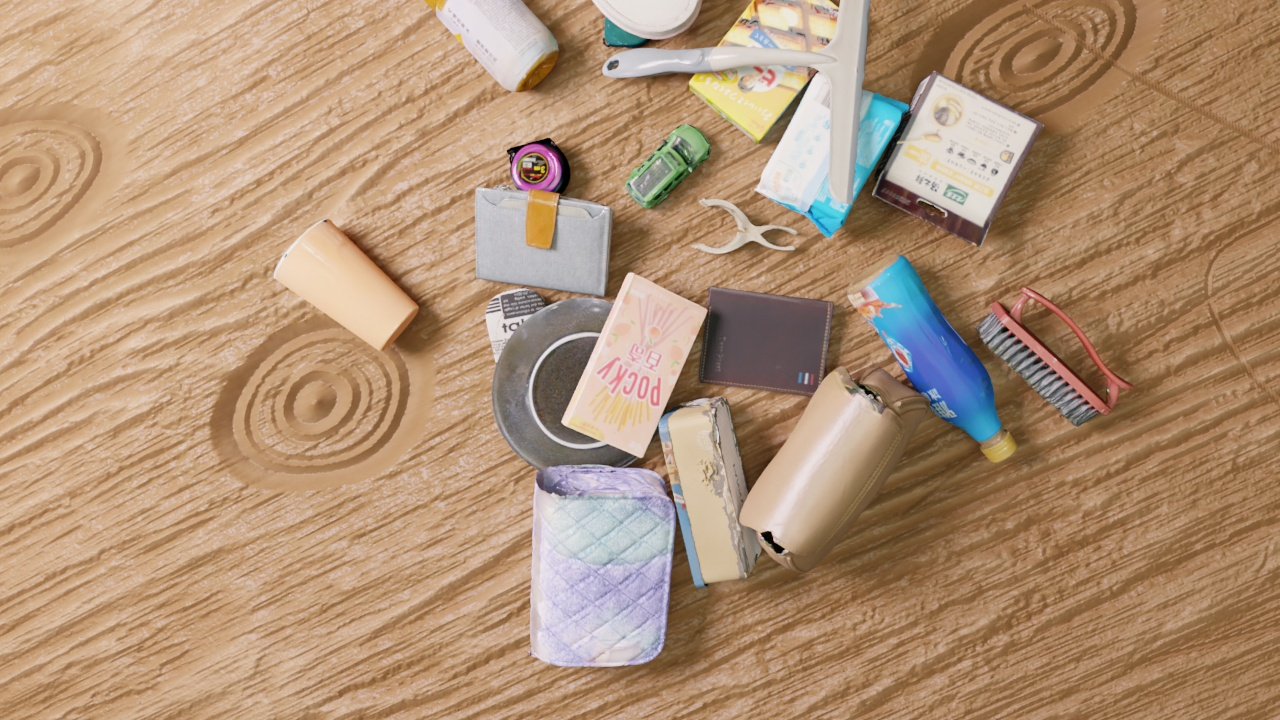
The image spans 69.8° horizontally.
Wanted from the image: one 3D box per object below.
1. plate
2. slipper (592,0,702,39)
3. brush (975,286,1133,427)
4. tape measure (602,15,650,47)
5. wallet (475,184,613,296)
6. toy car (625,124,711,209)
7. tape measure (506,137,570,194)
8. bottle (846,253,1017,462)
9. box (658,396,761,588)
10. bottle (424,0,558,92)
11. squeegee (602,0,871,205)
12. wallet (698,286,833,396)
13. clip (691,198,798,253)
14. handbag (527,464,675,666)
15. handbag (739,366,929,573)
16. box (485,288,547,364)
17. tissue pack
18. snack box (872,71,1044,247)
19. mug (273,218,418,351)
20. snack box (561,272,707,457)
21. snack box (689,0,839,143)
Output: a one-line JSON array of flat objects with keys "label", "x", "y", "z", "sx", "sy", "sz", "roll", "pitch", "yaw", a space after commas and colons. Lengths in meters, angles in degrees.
[{"label": "plate", "x": -0.053, "y": 0.029, "z": 0.886, "sx": 0.179, "sy": 0.024, "sz": 0.179, "roll": -1, "pitch": 95, "yaw": -16}, {"label": "slipper", "x": -0.024, "y": -0.417, "z": 0.843, "sx": 0.114, "sy": 0.054, "sz": 0.274, "roll": -25, "pitch": 86, "yaw": 4}, {"label": "brush", "x": 0.391, "y": -0.002, "z": 0.861, "sx": 0.146, "sy": 0.063, "sz": 0.069, "roll": 42, "pitch": 111, "yaw": -3}, {"label": "tape measure", "x": -0.009, "y": -0.326, "z": 0.869, "sx": 0.054, "sy": 0.025, "sz": 0.058, "roll": 4, "pitch": 98, "yaw": 4}, {"label": "wallet", "x": -0.093, "y": -0.113, "z": 0.876, "sx": 0.130, "sy": 0.036, "sz": 0.107, "roll": 9, "pitch": 128, "yaw": 3}, {"label": "toy car", "x": 0.027, "y": -0.186, "z": 0.879, "sx": 0.091, "sy": 0.036, "sz": 0.043, "roll": -44, "pitch": 91, "yaw": 4}, {"label": "tape measure", "x": -0.096, "y": -0.182, "z": 0.886, "sx": 0.057, "sy": 0.039, "sz": 0.058, "roll": -16, "pitch": 91, "yaw": 6}, {"label": "bottle", "x": 0.282, "y": 0.002, "z": 0.868, "sx": 0.065, "sy": 0.065, "sz": 0.218, "roll": -36, "pitch": 93, "yaw": 7}, {"label": "box", "x": 0.070, "y": 0.131, "z": 0.884, "sx": 0.060, "sy": 0.089, "sz": 0.184, "roll": -10, "pitch": 94, "yaw": 17}, {"label": "bottle", "x": -0.159, "y": -0.337, "z": 0.856, "sx": 0.068, "sy": 0.068, "sz": 0.189, "roll": -43, "pitch": 92, "yaw": 7}, {"label": "squeegee", "x": 0.077, "y": -0.270, "z": 0.826, "sx": 0.247, "sy": 0.039, "sz": 0.246, "roll": 5, "pitch": 88, "yaw": 18}, {"label": "wallet", "x": 0.122, "y": -0.018, "z": 0.901, "sx": 0.122, "sy": 0.020, "sz": 0.096, "roll": 7, "pitch": 97, "yaw": 5}, {"label": "clip", "x": 0.092, "y": -0.114, "z": 0.885, "sx": 0.103, "sy": 0.035, "sz": 0.092, "roll": 32, "pitch": 94, "yaw": -8}, {"label": "handbag", "x": -0.039, "y": 0.200, "z": 0.892, "sx": 0.134, "sy": 0.075, "sz": 0.194, "roll": 1, "pitch": 108, "yaw": -10}, {"label": "handbag", "x": 0.174, "y": 0.096, "z": 0.849, "sx": 0.100, "sy": 0.147, "sz": 0.204, "roll": 35, "pitch": 97, "yaw": 24}, {"label": "box", "x": -0.108, "y": 0.011, "z": 0.901, "sx": 0.070, "sy": 0.057, "sz": 0.164, "roll": -17, "pitch": 97, "yaw": -20}, {"label": "tissue pack", "x": 0.176, "y": -0.194, "z": 0.852, "sx": 0.090, "sy": 0.063, "sz": 0.140, "roll": 29, "pitch": 96, "yaw": 4}, {"label": "snack box", "x": 0.289, "y": -0.185, "z": 0.851, "sx": 0.113, "sy": 0.053, "sz": 0.126, "roll": 26, "pitch": 98, "yaw": 0}, {"label": "mug", "x": -0.283, "y": -0.069, "z": 0.896, "sx": 0.123, "sy": 0.078, "sz": 0.078, "roll": 41, "pitch": 97, "yaw": -6}, {"label": "snack box", "x": -0.005, "y": 0.005, "z": 0.871, "sx": 0.084, "sy": 0.026, "sz": 0.157, "roll": 24, "pitch": 88, "yaw": -19}, {"label": "snack box", "x": 0.122, "y": -0.286, "z": 0.862, "sx": 0.087, "sy": 0.033, "sz": 0.140, "roll": 39, "pitch": 100, "yaw": -1}]
